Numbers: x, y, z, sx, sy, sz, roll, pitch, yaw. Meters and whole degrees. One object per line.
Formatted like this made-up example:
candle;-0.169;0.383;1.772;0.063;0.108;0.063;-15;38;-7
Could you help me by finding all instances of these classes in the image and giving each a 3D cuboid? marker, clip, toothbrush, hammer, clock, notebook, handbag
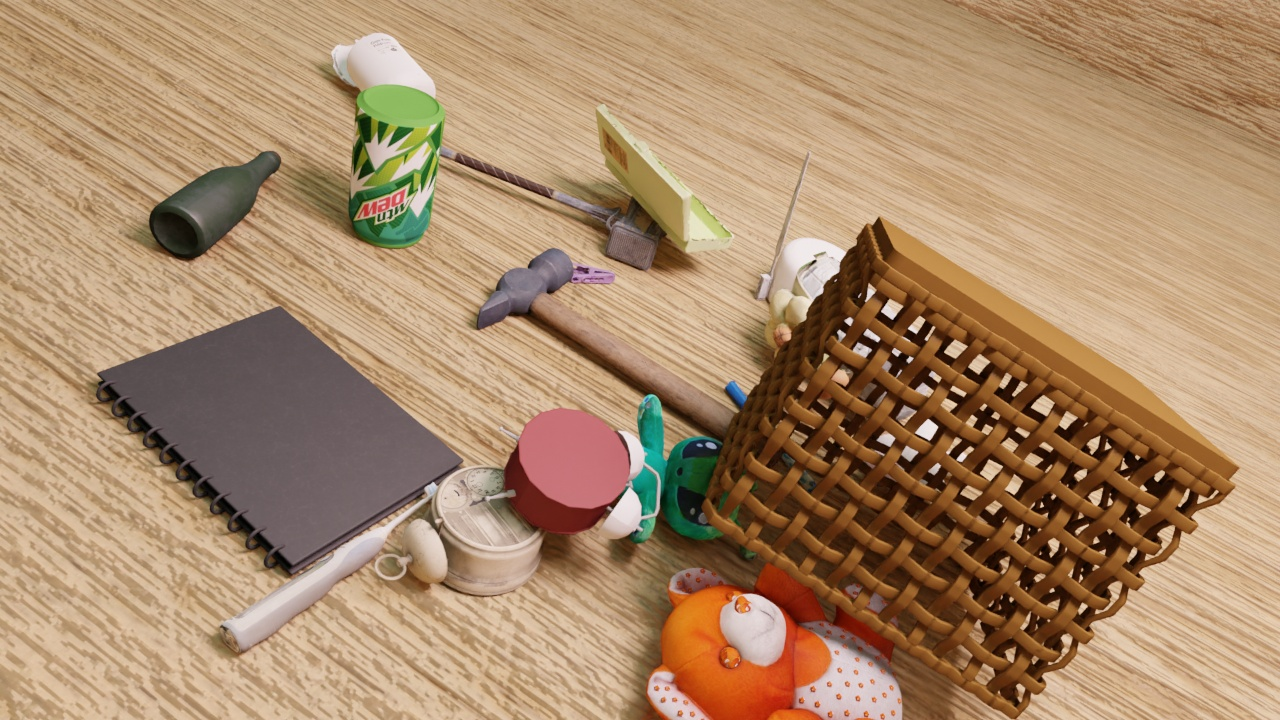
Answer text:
marker;0.123;0.070;0.863;0.013;0.013;0.141;-9;46;-32
clip;-0.055;-0.090;0.981;0.051;0.014;0.045;24;38;9
toothbrush;0.153;-0.143;0.997;0.010;0.182;0.010;-6;39;-25
hammer;-0.005;0.005;0.871;0.322;0.040;0.129;33;44;15
clock;-0.125;0.122;0.657;0.140;0.055;0.093;-18;52;-41
clock;-0.044;0.083;0.667;0.124;0.044;0.087;17;47;-14
toothbrush;-0.202;0.136;0.633;0.024;0.022;0.185;48;44;5
hammer;-0.123;-0.200;1.057;0.322;0.044;0.098;22;38;2
notebook;-0.278;0.050;0.708;0.231;0.019;0.168;36;39;20
handbag;0.205;-0.011;0.922;0.123;0.113;0.171;-25;55;-31

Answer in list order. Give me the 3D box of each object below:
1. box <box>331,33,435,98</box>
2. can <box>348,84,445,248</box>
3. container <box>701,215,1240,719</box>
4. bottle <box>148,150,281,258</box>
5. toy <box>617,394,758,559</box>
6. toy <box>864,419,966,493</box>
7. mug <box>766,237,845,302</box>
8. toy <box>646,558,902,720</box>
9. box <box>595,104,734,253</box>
box;-0.324;-0.356;1.137;0.081;0.092;0.160;-21;61;-36
can;-0.244;-0.191;0.912;0.083;0.144;0.082;12;38;-10
container;0.219;0.059;0.675;0.251;0.214;0.219;33;19;2
bottle;-0.397;-0.162;0.884;0.055;0.055;0.173;19;36;-1
toy;0.013;0.096;0.742;0.193;0.073;0.130;17;56;-10
toy;0.256;0.097;0.869;0.125;0.037;0.076;-19;56;-36
mug;0.202;-0.083;1.038;0.094;0.068;0.115;-13;49;-35
toy;0.096;0.204;0.624;0.172;0.093;0.163;17;37;-1
box;0.016;-0.195;1.028;0.188;0.061;0.133;52;9;33
